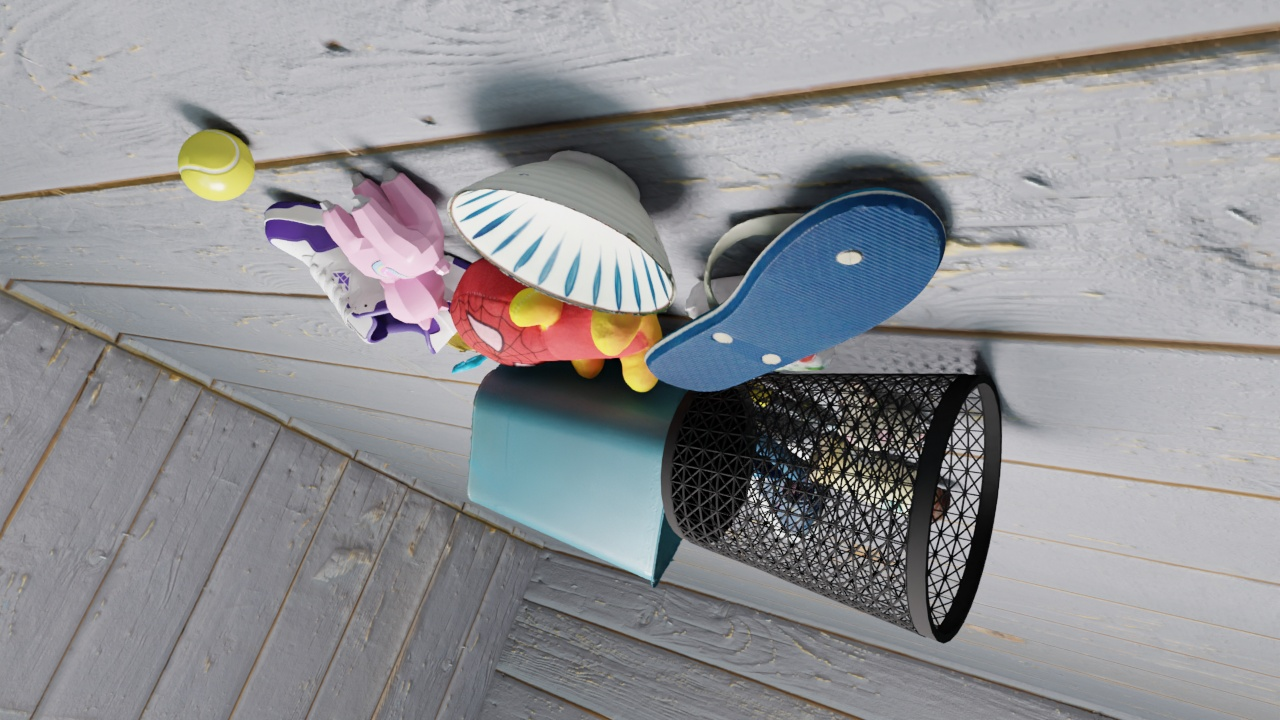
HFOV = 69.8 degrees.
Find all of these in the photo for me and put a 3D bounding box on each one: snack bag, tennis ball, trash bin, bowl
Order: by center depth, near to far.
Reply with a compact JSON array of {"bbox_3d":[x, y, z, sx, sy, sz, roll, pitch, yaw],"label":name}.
[{"bbox_3d":[-0.046,-0.104,0.676,0.177,0.070,0.177,19,163,6],"label":"bowl"},{"bbox_3d":[0.103,-0.030,0.785,0.116,0.036,0.077,32,161,-32],"label":"snack bag"},{"bbox_3d":[0.163,0.106,0.808,0.244,0.216,0.217,8,158,33],"label":"trash bin"},{"bbox_3d":[-0.394,-0.182,0.854,0.065,0.065,0.065,19,163,6],"label":"tennis ball"},{"bbox_3d":[-0.048,0.091,0.969,0.219,0.199,0.196,15,-156,14],"label":"trash bin"}]

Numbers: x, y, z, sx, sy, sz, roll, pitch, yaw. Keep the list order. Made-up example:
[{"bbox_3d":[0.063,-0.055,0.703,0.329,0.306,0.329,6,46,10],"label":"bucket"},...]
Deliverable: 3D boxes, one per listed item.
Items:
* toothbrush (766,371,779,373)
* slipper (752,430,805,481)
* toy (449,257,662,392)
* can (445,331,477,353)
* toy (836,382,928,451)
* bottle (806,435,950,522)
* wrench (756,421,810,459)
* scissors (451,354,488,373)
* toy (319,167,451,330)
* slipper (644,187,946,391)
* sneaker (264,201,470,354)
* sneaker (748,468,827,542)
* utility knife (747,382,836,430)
[{"bbox_3d":[0.054,-0.006,0.950,0.190,0.016,0.017,10,152,31],"label":"toothbrush"},{"bbox_3d":[0.112,0.109,1.113,0.103,0.059,0.214,32,172,-41],"label":"slipper"},{"bbox_3d":[-0.085,-0.038,0.875,0.216,0.098,0.147,11,151,25],"label":"toy"},{"bbox_3d":[-0.191,-0.045,1.042,0.054,0.059,0.100,34,159,-36],"label":"can"},{"bbox_3d":[0.232,0.062,0.902,0.112,0.050,0.087,26,163,-34],"label":"toy"},{"bbox_3d":[0.276,0.140,1.059,0.162,0.056,0.057,22,163,-4],"label":"bottle"},{"bbox_3d":[0.169,0.096,1.131,0.273,0.009,0.047,31,160,-28],"label":"wrench"},{"bbox_3d":[-0.159,-0.018,1.066,0.133,0.127,0.014,-81,-34,-74],"label":"scissors"},{"bbox_3d":[-0.221,-0.097,0.849,0.123,0.067,0.157,7,138,44],"label":"toy"},{"bbox_3d":[0.104,-0.050,0.670,0.118,0.060,0.296,23,149,-22],"label":"slipper"},{"bbox_3d":[-0.295,-0.079,0.970,0.244,0.111,0.092,20,163,2],"label":"sneaker"},{"bbox_3d":[0.208,0.187,1.233,0.079,0.087,0.235,9,156,40],"label":"sneaker"},{"bbox_3d":[0.162,0.052,0.973,0.203,0.020,0.029,24,168,-32],"label":"utility knife"}]
